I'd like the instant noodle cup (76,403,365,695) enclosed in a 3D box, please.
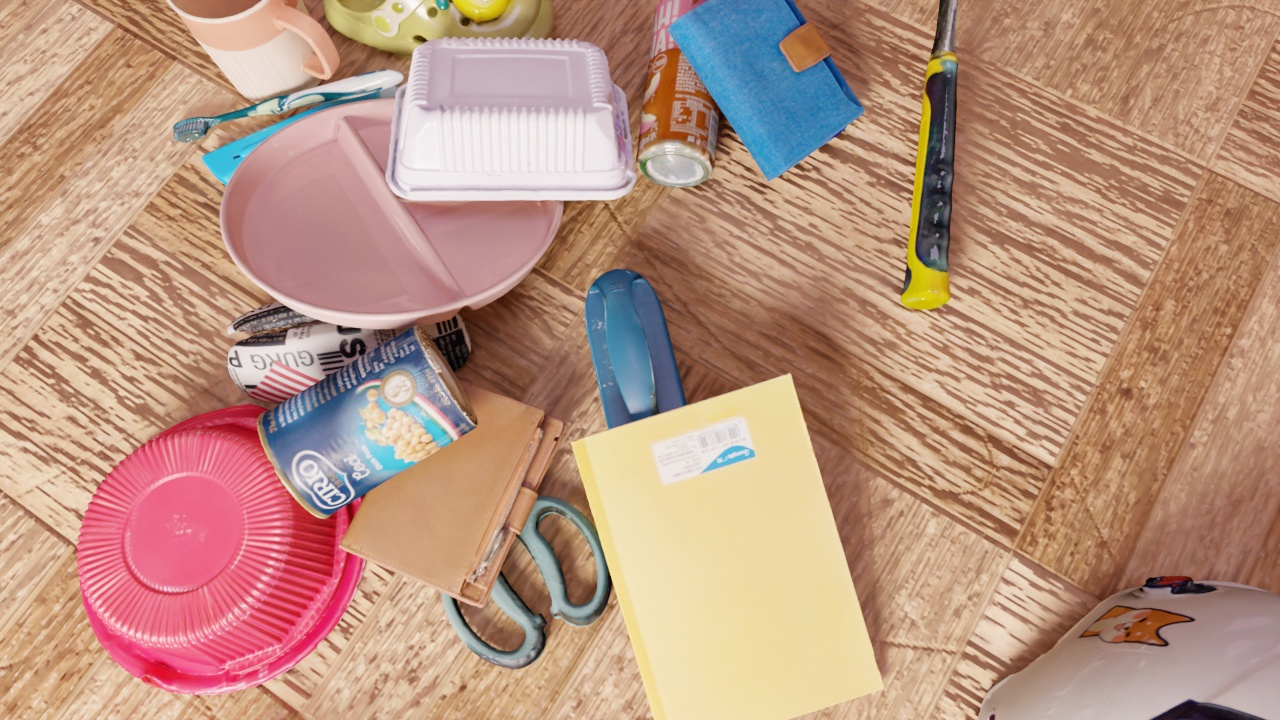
[{"bbox_3d":[-0.279,0.114,0.589,0.194,0.066,0.193,-1,71,2],"label":"instant noodle cup"}]

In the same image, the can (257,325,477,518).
[{"bbox_3d":[-0.164,0.036,0.564,0.111,0.075,0.075,-31,74,-4],"label":"can"}]

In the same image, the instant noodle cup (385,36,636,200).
[{"bbox_3d":[-0.091,-0.179,0.650,0.173,0.060,0.137,0,50,-8],"label":"instant noodle cup"}]

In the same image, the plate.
[{"bbox_3d":[-0.168,-0.106,0.638,0.229,0.028,0.229,3,50,-4],"label":"plate"}]

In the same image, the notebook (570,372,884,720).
[{"bbox_3d":[0.055,0.127,0.569,0.146,0.010,0.206,-17,91,-3],"label":"notebook"}]

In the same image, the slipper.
[{"bbox_3d":[-0.163,-0.280,0.706,0.190,0.082,0.091,14,75,9],"label":"slipper"}]

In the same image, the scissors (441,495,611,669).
[{"bbox_3d":[-0.077,0.104,0.608,0.130,0.019,0.185,-15,73,-2],"label":"scissors"}]

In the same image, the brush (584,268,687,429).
[{"bbox_3d":[-0.004,0.004,0.611,0.055,0.073,0.143,-14,73,3],"label":"brush"}]

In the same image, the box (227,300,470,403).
[{"bbox_3d":[-0.202,-0.028,0.640,0.163,0.076,0.087,-10,50,1],"label":"box"}]

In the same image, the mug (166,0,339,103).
[{"bbox_3d":[-0.276,-0.247,0.684,0.114,0.106,0.081,25,74,9],"label":"mug"}]

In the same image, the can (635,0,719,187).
[{"bbox_3d":[0.033,-0.206,0.686,0.058,0.058,0.147,6,72,4],"label":"can"}]

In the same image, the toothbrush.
[{"bbox_3d":[-0.271,-0.194,0.699,0.192,0.016,0.018,-11,55,8],"label":"toothbrush"}]

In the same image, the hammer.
[{"bbox_3d":[0.217,-0.196,0.662,0.032,0.126,0.323,8,83,-3],"label":"hammer"}]

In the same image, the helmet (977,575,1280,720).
[{"bbox_3d":[0.327,0.230,0.483,0.274,0.157,0.230,-20,73,-5],"label":"helmet"}]

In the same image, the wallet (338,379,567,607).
[{"bbox_3d":[-0.120,0.080,0.595,0.108,0.031,0.131,17,71,16],"label":"wallet"}]

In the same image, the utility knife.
[{"bbox_3d":[-0.257,-0.178,0.708,0.159,0.018,0.034,-29,73,-9],"label":"utility knife"}]

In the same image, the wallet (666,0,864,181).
[{"bbox_3d":[0.094,-0.209,0.666,0.106,0.040,0.133,-38,98,-27],"label":"wallet"}]
